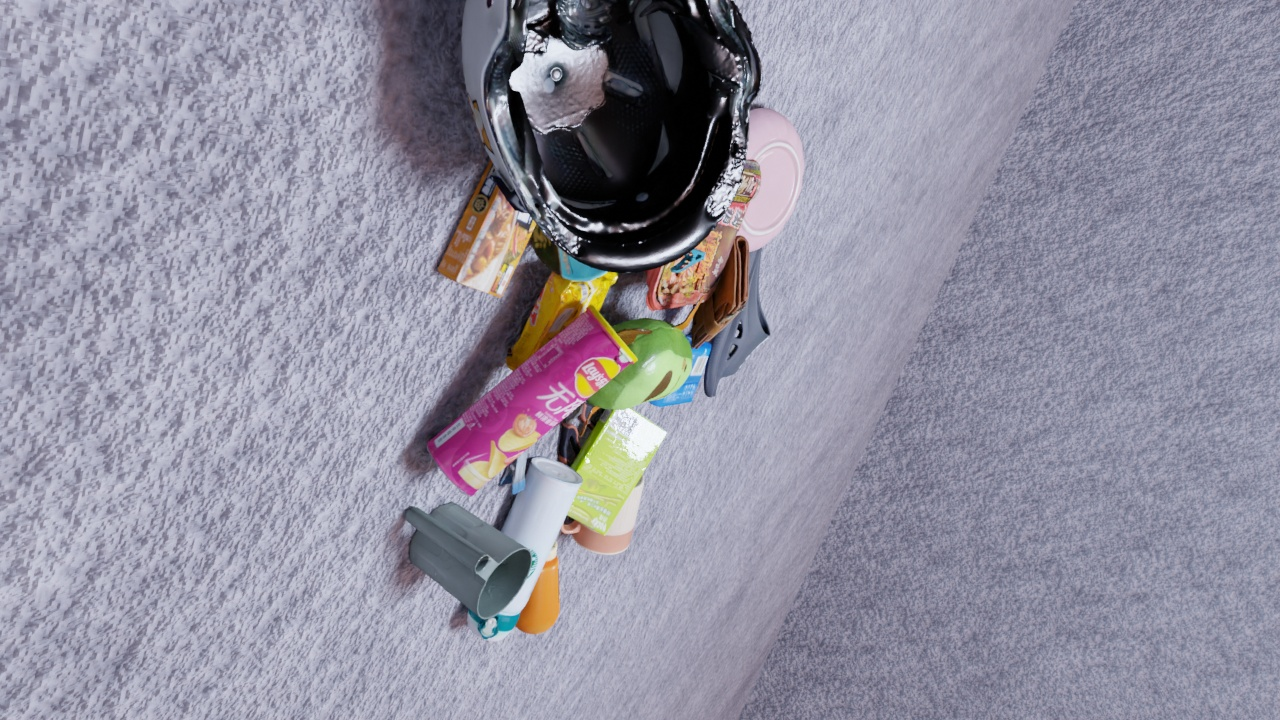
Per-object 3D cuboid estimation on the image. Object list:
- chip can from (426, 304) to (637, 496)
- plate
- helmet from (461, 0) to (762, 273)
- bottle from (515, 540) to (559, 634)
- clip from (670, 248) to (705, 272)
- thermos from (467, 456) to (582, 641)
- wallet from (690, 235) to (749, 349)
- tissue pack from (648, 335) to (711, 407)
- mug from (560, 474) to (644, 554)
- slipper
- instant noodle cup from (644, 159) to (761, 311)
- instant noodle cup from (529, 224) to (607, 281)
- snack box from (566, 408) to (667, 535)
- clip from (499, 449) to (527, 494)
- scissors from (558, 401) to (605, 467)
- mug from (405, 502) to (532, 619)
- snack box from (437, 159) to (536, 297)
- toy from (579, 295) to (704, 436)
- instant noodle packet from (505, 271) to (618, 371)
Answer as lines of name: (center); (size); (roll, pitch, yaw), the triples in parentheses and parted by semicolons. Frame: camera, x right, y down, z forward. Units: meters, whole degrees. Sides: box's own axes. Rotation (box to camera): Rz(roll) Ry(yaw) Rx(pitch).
chip can: (-0.105, 0.039, 0.890); (0.210, 0.071, 0.071); (-40, 154, 1)
plate: (0.153, -0.225, 1.182); (0.191, 0.039, 0.193); (-25, 129, -36)
helmet: (-0.038, -0.216, 0.707); (0.229, 0.157, 0.274); (-34, 133, -17)
bottle: (-0.133, 0.281, 1.191); (0.066, 0.067, 0.150); (-25, 129, -53)
clip: (0.053, -0.114, 1.004); (0.053, 0.013, 0.033); (-13, 126, -50)
thermos: (-0.143, 0.230, 1.100); (0.073, 0.073, 0.224); (5, 112, -64)
wallet: (0.102, -0.079, 1.182); (0.131, 0.035, 0.118); (132, -29, -58)
tissue pack: (0.041, 0.011, 1.252); (0.157, 0.052, 0.095); (-4, 117, -62)
mug: (-0.057, 0.197, 1.238); (0.114, 0.081, 0.106); (-1, 119, -29)
slipper: (0.152, -0.061, 1.324); (0.110, 0.083, 0.268); (-61, 166, -69)
instant noodle cup: (0.057, -0.155, 1.071); (0.164, 0.079, 0.189); (-13, 126, -58)
instant noodle cup: (-0.034, -0.136, 0.896); (0.120, 0.111, 0.111); (-18, 132, -65)
snack box: (-0.040, 0.135, 1.161); (0.085, 0.026, 0.156); (34, 84, -26)
clip: (-0.143, 0.123, 1.051); (0.026, 0.042, 0.058); (-17, 128, -55)
scissors: (-0.074, 0.060, 1.124); (0.205, 0.015, 0.202); (-14, 128, -57)
mug: (-0.183, 0.198, 0.947); (0.083, 0.103, 0.124); (-53, 154, -18)
snack box: (-0.119, -0.135, 0.813); (0.154, 0.026, 0.075); (-64, 156, 4)
toy: (-0.006, 0.006, 1.053); (0.227, 0.090, 0.246); (-43, 165, 20)
instant noodle packet: (-0.080, -0.045, 0.940); (0.129, 0.044, 0.110); (-58, 167, 29)
